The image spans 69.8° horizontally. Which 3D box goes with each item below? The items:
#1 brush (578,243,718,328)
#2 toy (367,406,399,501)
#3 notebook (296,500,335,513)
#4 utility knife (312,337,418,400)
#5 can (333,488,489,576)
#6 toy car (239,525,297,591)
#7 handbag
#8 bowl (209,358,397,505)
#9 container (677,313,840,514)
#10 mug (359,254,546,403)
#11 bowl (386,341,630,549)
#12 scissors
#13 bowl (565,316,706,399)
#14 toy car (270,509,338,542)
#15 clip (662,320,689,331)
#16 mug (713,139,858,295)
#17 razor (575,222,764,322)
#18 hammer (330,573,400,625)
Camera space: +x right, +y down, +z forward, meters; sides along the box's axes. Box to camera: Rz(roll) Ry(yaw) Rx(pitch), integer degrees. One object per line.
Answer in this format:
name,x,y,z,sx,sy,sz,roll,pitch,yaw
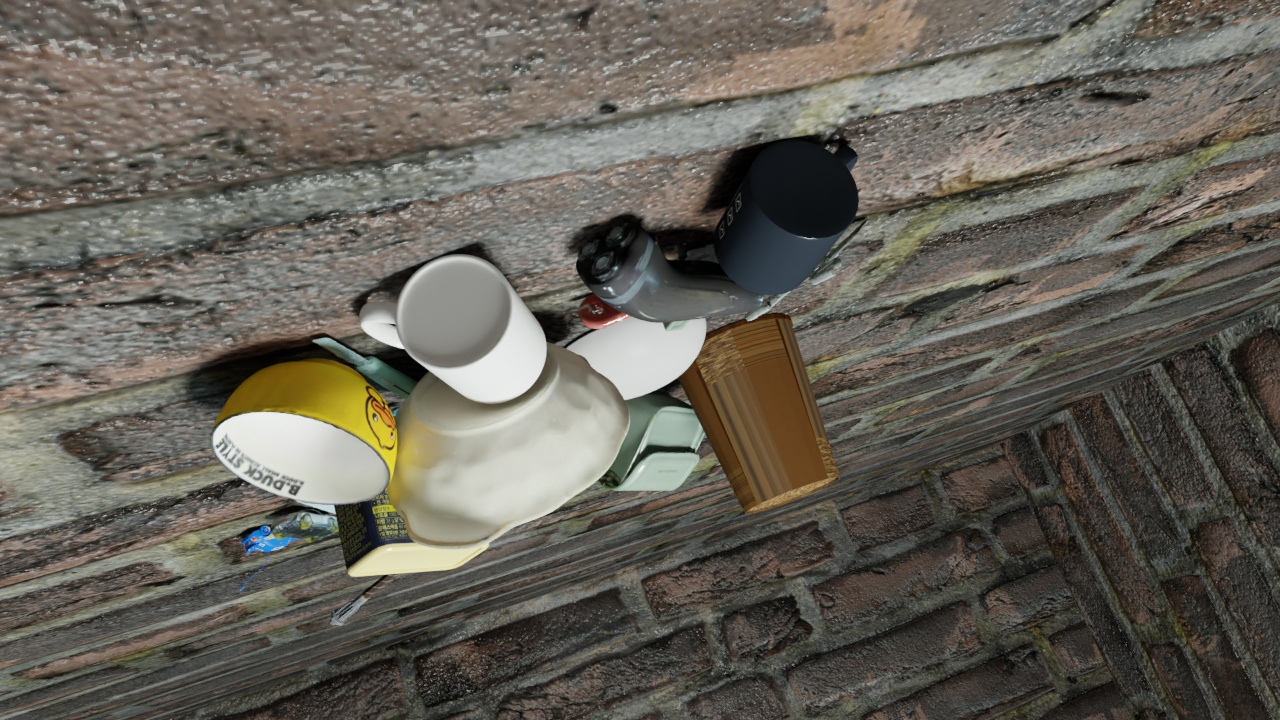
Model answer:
brush,0.035,-0.063,0.685,0.172,0.041,0.030,-17,146,-3
toy,-0.225,0.067,0.794,0.090,0.070,0.102,-51,170,37
notebook,-0.220,0.121,1.004,0.253,0.009,0.181,-20,163,-2
utility knife,-0.195,0.006,0.677,0.022,0.015,0.165,-20,160,5
can,-0.221,0.143,0.878,0.075,0.104,0.135,-36,152,32
toy car,-0.395,0.211,0.991,0.033,0.062,0.091,-32,160,34
handbag,0.013,0.088,0.976,0.121,0.067,0.106,10,101,-56
bowl,-0.221,0.041,0.625,0.117,0.067,0.117,3,143,2
container,0.121,0.058,0.922,0.132,0.167,0.132,-18,163,-6
mug,-0.125,-0.019,0.594,0.110,0.073,0.090,4,165,9
bowl,-0.106,0.038,0.671,0.189,0.218,0.060,-1,127,21
scissors,0.140,-0.075,0.689,0.141,0.014,0.158,-38,-176,-13
bowl,-0.005,0.005,0.830,0.149,0.043,0.150,-18,163,-6
toy car,-0.357,0.176,0.984,0.039,0.027,0.090,-25,160,9
clip,0.040,-0.050,0.737,0.023,0.042,0.076,-11,161,-34
mug,0.103,-0.101,0.602,0.104,0.071,0.078,-42,172,-24
razor,0.025,-0.058,0.627,0.140,0.053,0.064,2,116,-31
hammer,-0.261,0.228,1.085,0.323,0.044,0.098,-39,158,18
